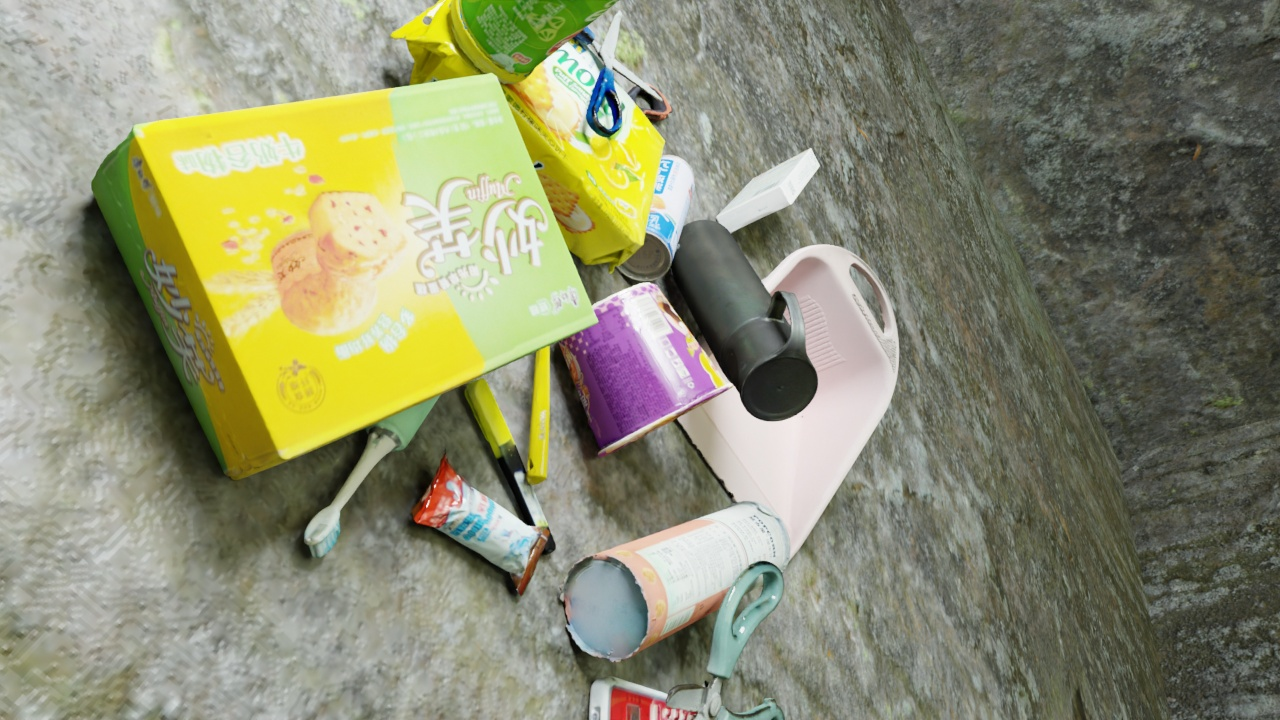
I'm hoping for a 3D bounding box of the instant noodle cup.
[{"bbox_3d":[-0.004,0.004,0.676,0.099,0.112,0.111,61,30,6],"label":"instant noodle cup"}]

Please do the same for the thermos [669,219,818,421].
[{"bbox_3d":[0.084,-0.050,0.764,0.068,0.090,0.242,12,26,-20],"label":"thermos"}]

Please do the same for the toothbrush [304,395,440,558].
[{"bbox_3d":[-0.133,0.023,0.531,0.223,0.026,0.027,-67,159,-50],"label":"toothbrush"}]

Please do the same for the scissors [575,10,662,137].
[{"bbox_3d":[-0.035,-0.246,0.731,0.162,0.012,0.172,42,38,-32],"label":"scissors"}]

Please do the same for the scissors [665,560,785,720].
[{"bbox_3d":[0.071,0.238,0.654,0.169,0.019,0.181,-50,132,-41],"label":"scissors"}]

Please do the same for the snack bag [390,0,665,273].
[{"bbox_3d":[-0.077,-0.192,0.711,0.246,0.068,0.157,45,38,-32],"label":"snack bag"}]

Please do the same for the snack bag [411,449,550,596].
[{"bbox_3d":[-0.093,0.098,0.547,0.104,0.026,0.048,46,49,-32],"label":"snack bag"}]

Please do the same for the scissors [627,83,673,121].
[{"bbox_3d":[-0.012,-0.234,0.891,0.189,0.015,0.225,63,32,-9],"label":"scissors"}]

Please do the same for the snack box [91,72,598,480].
[{"bbox_3d":[-0.139,-0.053,0.478,0.209,0.070,0.157,-27,96,-43],"label":"snack box"}]

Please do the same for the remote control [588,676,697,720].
[{"bbox_3d":[0.013,0.254,0.621,0.136,0.020,0.055,36,43,-42],"label":"remote control"}]

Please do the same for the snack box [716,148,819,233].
[{"bbox_3d":[0.147,-0.193,1.042,0.027,0.085,0.156,59,32,-12],"label":"snack box"}]

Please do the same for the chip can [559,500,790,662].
[{"bbox_3d":[0.034,0.153,0.665,0.214,0.071,0.071,-3,74,-58],"label":"chip can"}]

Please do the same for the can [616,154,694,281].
[{"bbox_3d":[0.014,-0.132,0.828,0.053,0.053,0.134,50,35,-27],"label":"can"}]

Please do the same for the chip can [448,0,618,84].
[{"bbox_3d":[-0.022,-0.259,0.563,0.072,0.222,0.072,31,47,-39],"label":"chip can"}]

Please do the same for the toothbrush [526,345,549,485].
[{"bbox_3d":[-0.072,-0.001,0.639,0.016,0.016,0.189,32,42,-38],"label":"toothbrush"}]

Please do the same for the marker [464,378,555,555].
[{"bbox_3d":[-0.083,0.070,0.593,0.124,0.015,0.018,67,25,-7],"label":"marker"}]

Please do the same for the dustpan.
[{"bbox_3d":[0.159,0.017,0.880,0.222,0.139,0.272,53,33,-25],"label":"dustpan"}]
